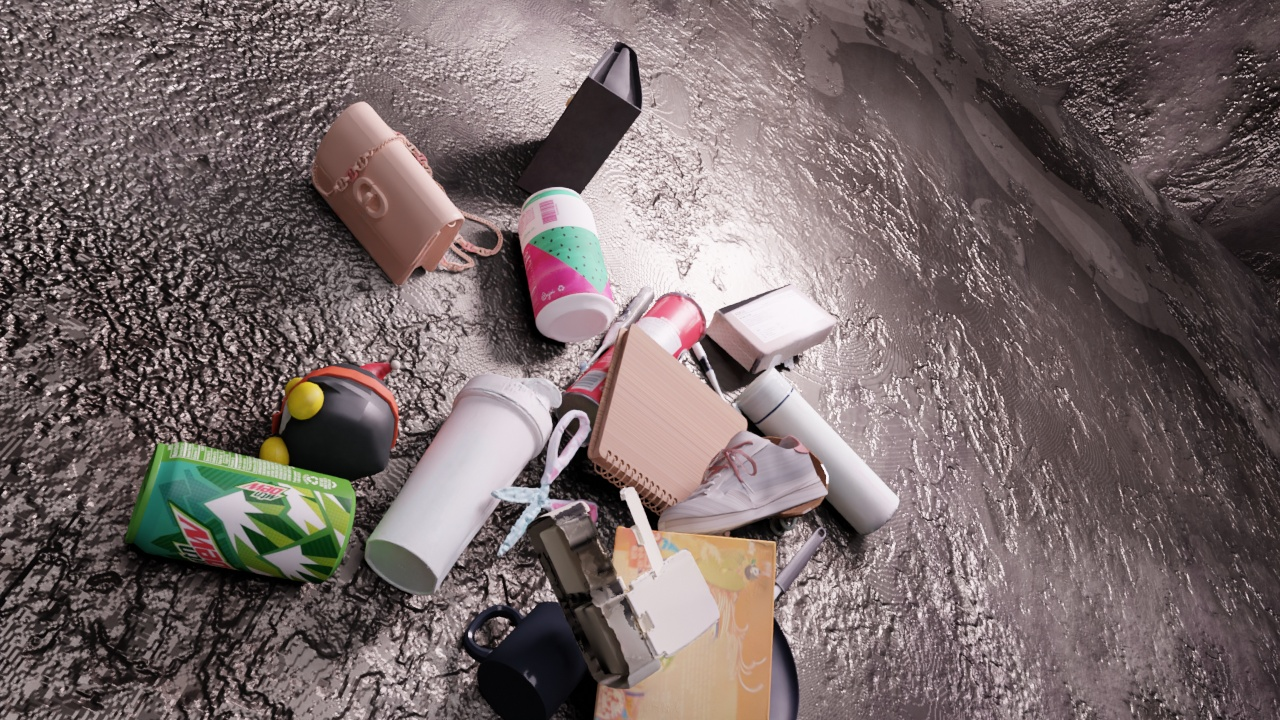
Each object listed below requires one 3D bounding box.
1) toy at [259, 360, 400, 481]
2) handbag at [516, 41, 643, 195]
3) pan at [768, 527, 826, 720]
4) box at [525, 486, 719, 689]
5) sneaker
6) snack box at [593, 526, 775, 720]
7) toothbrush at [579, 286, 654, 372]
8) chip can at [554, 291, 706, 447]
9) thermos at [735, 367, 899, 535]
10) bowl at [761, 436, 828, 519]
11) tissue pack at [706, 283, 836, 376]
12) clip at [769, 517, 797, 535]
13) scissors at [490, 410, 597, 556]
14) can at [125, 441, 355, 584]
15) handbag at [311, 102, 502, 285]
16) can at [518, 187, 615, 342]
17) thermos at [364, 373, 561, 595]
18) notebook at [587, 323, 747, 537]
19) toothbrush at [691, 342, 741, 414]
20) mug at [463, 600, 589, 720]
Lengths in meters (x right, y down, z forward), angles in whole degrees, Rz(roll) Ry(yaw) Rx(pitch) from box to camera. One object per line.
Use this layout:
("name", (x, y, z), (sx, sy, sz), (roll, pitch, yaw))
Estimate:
("toy", (-0.254, 0.047, 0.777), (0.099, 0.098, 0.119), (27, 23, -21))
("handbag", (-0.064, -0.315, 1.149), (0.072, 0.176, 0.195), (29, 41, -18))
("pan", (0.117, 0.271, 0.956), (0.198, 0.021, 0.355), (50, 42, 4))
("box", (0.006, 0.159, 0.691), (0.101, 0.195, 0.143), (-24, 85, -25))
("sneaker", (0.095, 0.123, 0.931), (0.235, 0.100, 0.089), (-7, 71, -46))
("snack box", (0.039, 0.255, 0.803), (0.145, 0.081, 0.195), (4, 64, 5))
("toothbrush", (-0.027, -0.034, 1.074), (0.185, 0.022, 0.024), (-52, 129, -48))
("chip can", (-0.006, 0.006, 1.023), (0.073, 0.073, 0.232), (45, 42, -2))
("thermos", (0.216, 0.111, 1.128), (0.230, 0.068, 0.067), (46, 42, -1))
("bowl", (0.156, 0.141, 1.060), (0.118, 0.030, 0.117), (3, 44, -3))
("tissue pack", (0.174, -0.035, 1.217), (0.104, 0.071, 0.180), (44, 37, 21))
("clip", (0.175, 0.174, 1.075), (0.023, 0.048, 0.076), (42, 45, -4))
("scissors", (-0.084, 0.109, 0.849), (0.172, 0.014, 0.158), (21, 75, -58))
("can", (-0.298, 0.115, 0.690), (0.144, 0.083, 0.083), (19, 49, -27))
("handbag", (-0.231, -0.198, 0.961), (0.198, 0.117, 0.186), (49, 42, 3))
("can", (-0.085, -0.107, 1.032), (0.088, 0.088, 0.165), (8, 54, -35))
("thermos", (-0.158, 0.098, 0.816), (0.099, 0.100, 0.219), (39, 46, -9))
("notebook", (0.036, 0.085, 0.969), (0.210, 0.022, 0.168), (40, 50, -34))
("toothbrush", (0.079, -0.005, 1.141), (0.012, 0.017, 0.186), (-7, 64, -46))
("mug", (-0.099, 0.246, 0.772), (0.105, 0.071, 0.077), (28, 38, 19))
